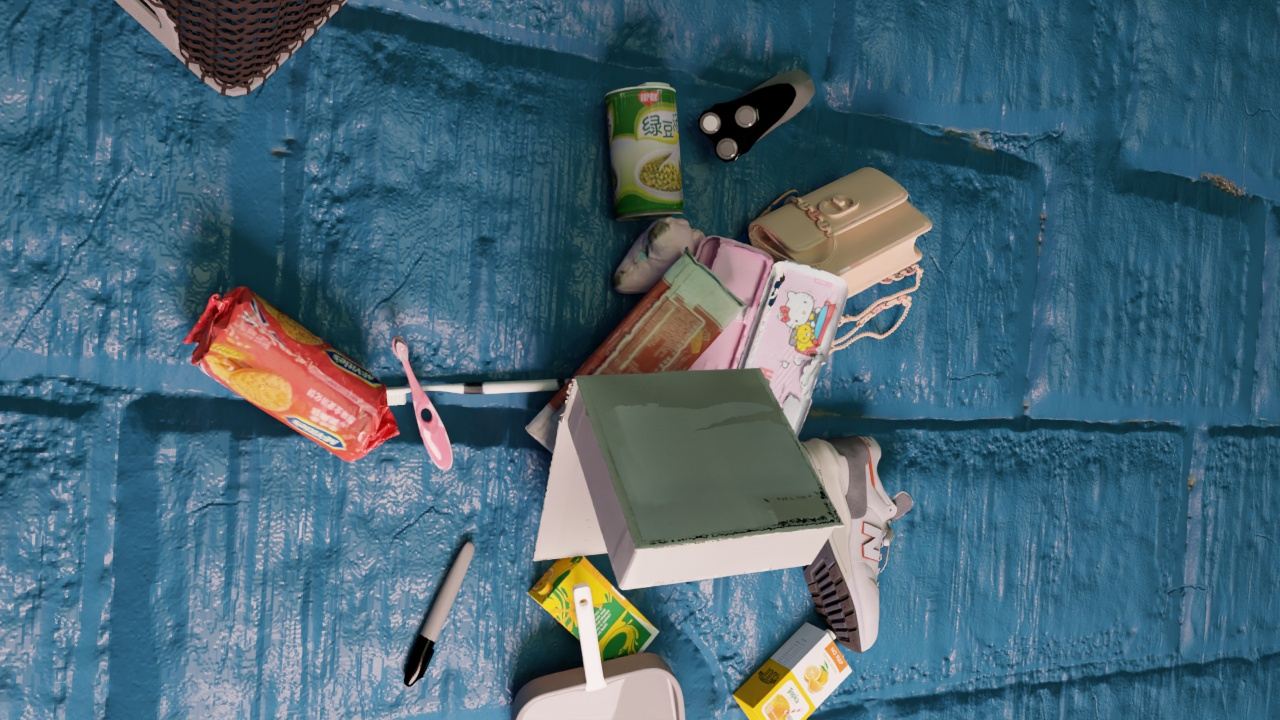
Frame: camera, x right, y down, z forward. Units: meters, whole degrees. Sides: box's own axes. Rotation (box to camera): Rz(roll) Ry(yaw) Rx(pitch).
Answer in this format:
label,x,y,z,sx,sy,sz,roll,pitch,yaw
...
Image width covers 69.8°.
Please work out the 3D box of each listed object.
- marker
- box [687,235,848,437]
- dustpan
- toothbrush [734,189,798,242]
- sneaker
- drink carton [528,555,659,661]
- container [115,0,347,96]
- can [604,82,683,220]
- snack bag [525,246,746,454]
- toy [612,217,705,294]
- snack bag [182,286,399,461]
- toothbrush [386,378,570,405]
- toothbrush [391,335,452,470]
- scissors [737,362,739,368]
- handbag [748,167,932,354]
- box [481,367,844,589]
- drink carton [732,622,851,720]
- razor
label,x,y,z,sx,sy,sz,roll,pitch,yaw
marker,-0.181,0.231,0.836,0.022,0.016,0.138,36,74,-54
box,0.099,-0.006,0.887,0.153,0.041,0.201,19,101,4
dustpan,-0.041,0.320,0.857,0.163,0.033,0.258,-10,105,-12
toothbrush,0.121,-0.139,0.957,0.134,0.017,0.021,-39,121,-18
sneaker,0.238,0.185,0.990,0.124,0.089,0.240,-21,98,-20
drink carton,-0.047,0.241,0.884,0.058,0.041,0.122,-47,111,-16
container,-0.287,-0.372,0.627,0.247,0.244,0.245,44,74,-20
can,0.004,-0.196,0.871,0.067,0.067,0.121,-7,96,-25
snack bag,-0.005,0.005,0.849,0.077,0.041,0.225,42,93,-2
toy,0.026,-0.105,0.888,0.095,0.099,0.052,-19,67,-46
snack bag,-0.279,0.013,0.746,0.176,0.082,0.082,39,76,-22
toothbrush,-0.144,0.028,0.844,0.186,0.012,0.017,-2,107,-25
toothbrush,-0.191,0.040,0.807,0.021,0.016,0.135,-22,113,-15
scissors,0.054,0.009,0.933,0.148,0.019,0.118,36,80,-18
handbag,0.191,-0.092,0.976,0.198,0.116,0.187,-27,148,-19
box,-0.016,0.099,0.831,0.167,0.447,0.164,-1,85,-22
drink carton,0.167,0.346,0.990,0.122,0.040,0.058,-39,108,-19
razor,0.125,-0.256,0.936,0.155,0.060,0.057,-38,96,-39
